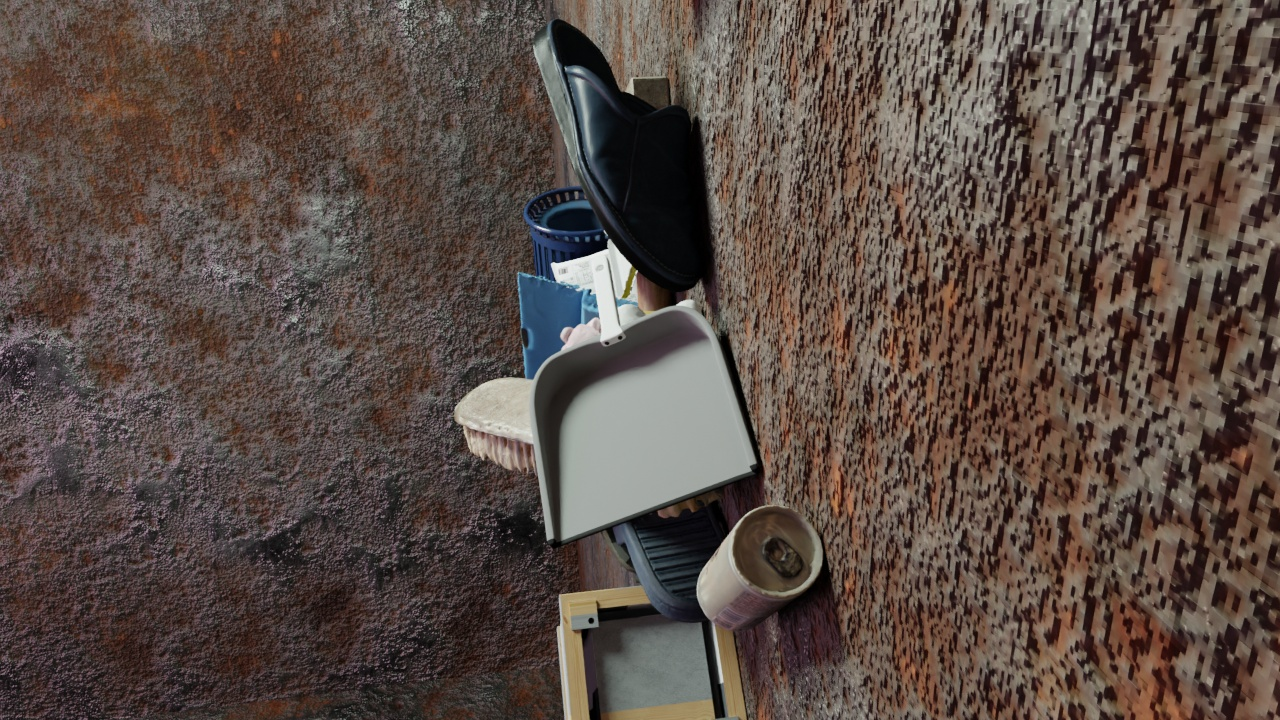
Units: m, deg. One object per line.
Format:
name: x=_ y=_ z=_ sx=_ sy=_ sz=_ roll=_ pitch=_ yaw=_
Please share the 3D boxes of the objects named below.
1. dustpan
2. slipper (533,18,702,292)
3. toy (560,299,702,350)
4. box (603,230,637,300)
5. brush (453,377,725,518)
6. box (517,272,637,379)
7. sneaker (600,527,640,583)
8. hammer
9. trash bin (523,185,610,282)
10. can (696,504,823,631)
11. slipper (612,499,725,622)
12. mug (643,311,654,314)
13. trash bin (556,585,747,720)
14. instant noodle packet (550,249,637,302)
dustpan: x=-0.014 y=0.008 z=0.731 sx=0.257 sy=0.163 sz=0.033 roll=-101 pitch=-16 yaw=-44
slipper: x=-0.002 y=-0.188 z=0.766 sx=0.108 sy=0.084 sz=0.265 roll=-3 pitch=-113 yaw=-56
toy: x=-0.006 y=-0.013 z=0.801 sx=0.037 sy=0.125 sz=0.076 roll=66 pitch=-160 yaw=-79
box: x=-0.026 y=-0.170 z=0.918 sx=0.130 sy=0.034 sz=0.209 roll=97 pitch=165 yaw=-45
brush: x=-0.049 y=0.065 z=0.781 sx=0.083 sy=0.272 sz=0.057 roll=-44 pitch=-49 yaw=-39
box: x=-0.065 y=-0.004 z=1.091 sx=0.232 sy=0.174 sz=0.033 roll=93 pitch=-161 yaw=-54
sneaker: x=-0.017 y=0.122 z=0.959 sx=0.142 sy=0.101 sz=0.238 roll=-44 pitch=-54 yaw=-81
hammer: x=0.009 y=-0.120 z=0.942 sx=0.158 sy=0.037 sz=0.301 roll=-173 pitch=78 yaw=-82
trash bin: x=-0.069 y=-0.081 z=1.181 sx=0.139 sy=0.139 sz=0.250 roll=-106 pitch=12 yaw=-55
can: x=0.070 y=0.133 z=0.573 sx=0.136 sy=0.054 sz=0.054 roll=101 pitch=162 yaw=-65
slipper: x=0.017 y=0.145 z=0.819 sx=0.263 sy=0.101 sz=0.083 roll=-112 pitch=19 yaw=-55
mug: x=-0.005 y=0.005 z=0.863 sx=0.083 sy=0.107 sz=0.114 roll=-102 pitch=10 yaw=-54
trash bin: x=0.000 y=0.304 z=0.865 sx=0.247 sy=0.142 sz=0.142 roll=103 pitch=161 yaw=-66
instant noodle packet: x=-0.041 y=-0.083 z=1.044 sx=0.026 sy=0.135 sz=0.087 roll=-28 pitch=-76 yaw=-50
